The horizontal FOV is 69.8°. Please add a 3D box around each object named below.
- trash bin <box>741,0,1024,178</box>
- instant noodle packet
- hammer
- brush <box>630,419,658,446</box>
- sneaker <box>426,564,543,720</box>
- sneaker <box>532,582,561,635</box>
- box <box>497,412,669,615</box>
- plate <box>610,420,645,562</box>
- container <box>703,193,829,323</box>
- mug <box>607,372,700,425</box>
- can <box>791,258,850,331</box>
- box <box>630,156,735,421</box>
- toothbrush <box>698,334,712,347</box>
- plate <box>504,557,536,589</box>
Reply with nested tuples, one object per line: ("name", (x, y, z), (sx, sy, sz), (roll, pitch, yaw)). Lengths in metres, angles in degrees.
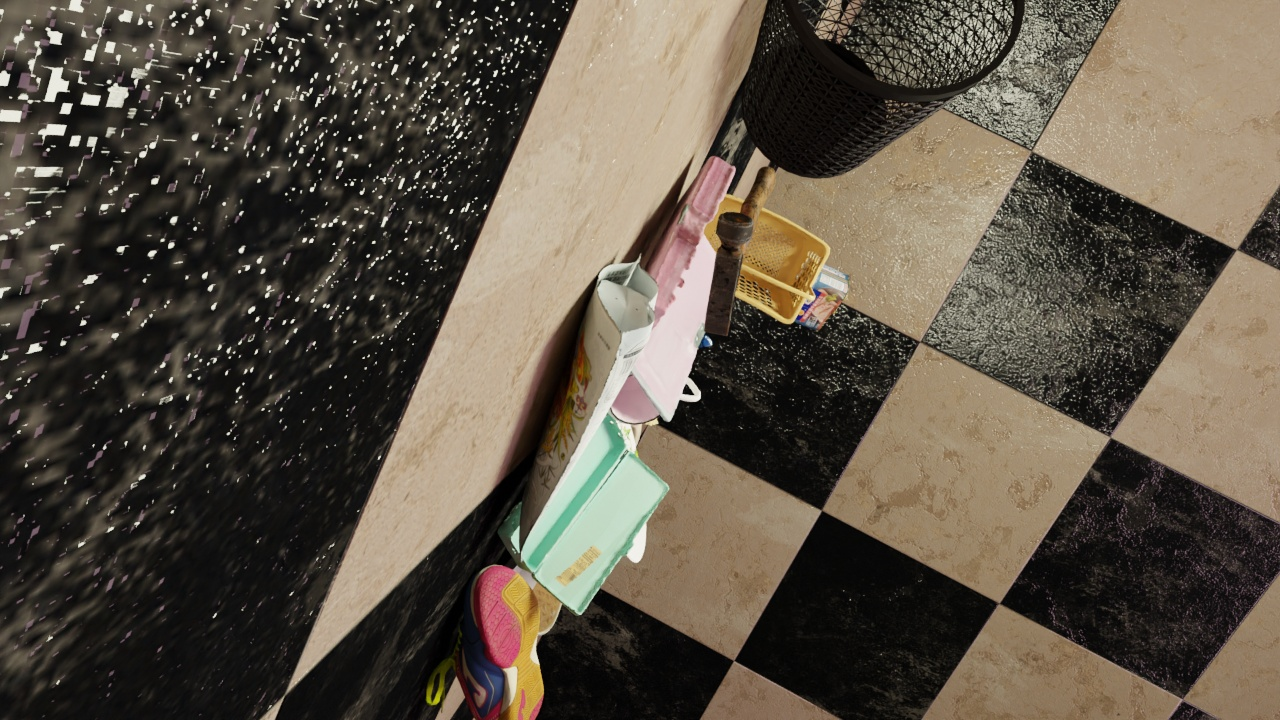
("trash bin", (0.208, -0.302, 0.899), (0.216, 0.217, 0.243), (-61, -178, -14))
("instant noodle packet", (-0.060, 0.041, 0.807), (0.146, 0.057, 0.270), (-79, -166, -53))
("hammer", (0.115, -0.144, 0.996), (0.329, 0.033, 0.120), (-61, 163, -60))
("brush", (-0.019, 0.119, 1.347), (0.061, 0.077, 0.273), (-45, 159, -33))
("sneaker", (-0.168, 0.304, 0.965), (0.116, 0.091, 0.242), (-45, 142, -46))
("sneaker", (-0.138, 0.299, 1.390), (0.079, 0.087, 0.234), (-10, -133, 50))
("box", (-0.058, 0.158, 0.981), (0.056, 0.138, 0.186), (-2, -142, 47))
("plate", (-0.036, 0.140, 1.150), (0.229, 0.030, 0.229), (-11, 89, -80))
("container", (0.153, -0.144, 1.252), (0.166, 0.183, 0.129), (-74, -170, -71))
("mug", (0.007, 0.020, 0.982), (0.090, 0.123, 0.076), (-65, -151, 28))
("can", (0.251, -0.092, 1.315), (0.100, 0.059, 0.053), (122, -15, -45))
("box", (0.033, -0.078, 0.917), (0.173, 0.075, 0.232), (87, 21, -46))
("toothbrush", (0.022, -0.014, 1.064), (0.017, 0.016, 0.190), (-53, -158, -22))
("plate", (-0.159, 0.274, 1.097), (0.172, 0.019, 0.173), (-52, 166, -19))
